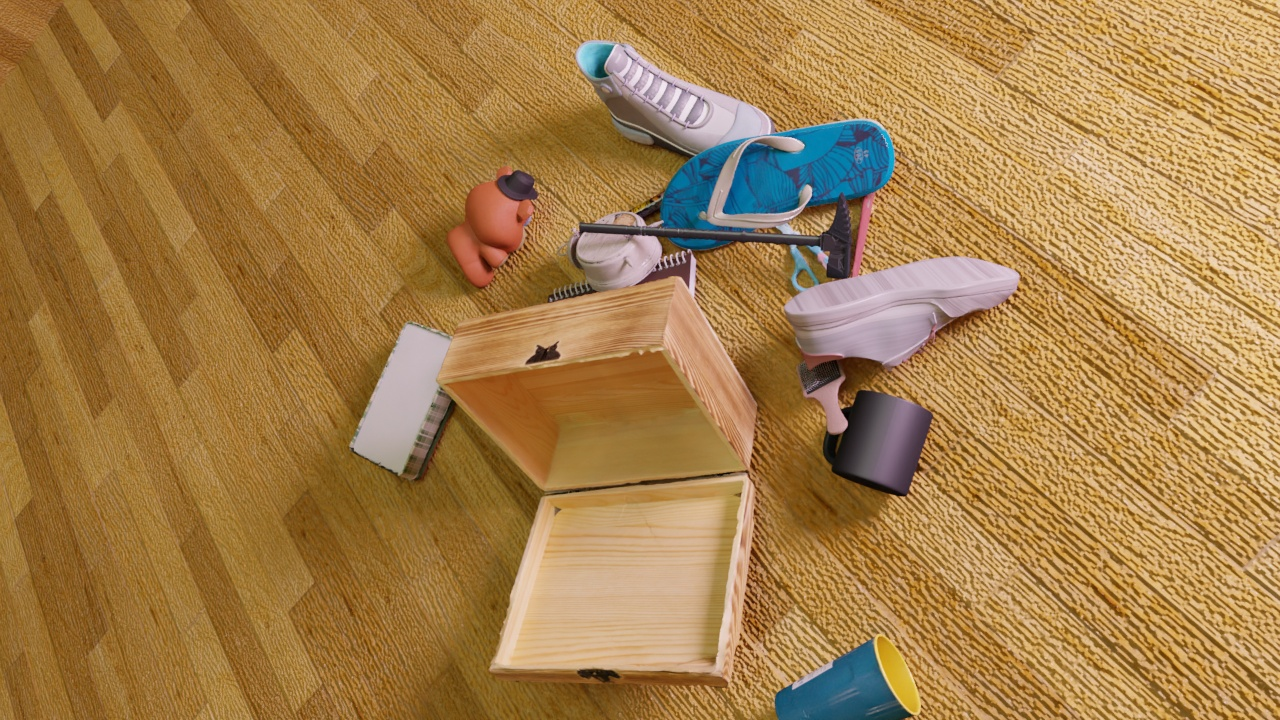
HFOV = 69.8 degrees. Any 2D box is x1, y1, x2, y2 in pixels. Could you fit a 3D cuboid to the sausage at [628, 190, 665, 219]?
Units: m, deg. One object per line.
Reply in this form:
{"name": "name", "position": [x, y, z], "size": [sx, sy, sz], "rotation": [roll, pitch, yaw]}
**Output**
{"name": "sausage", "position": [0.009, -0.197, 1.187], "size": [0.155, 0.020, 0.020], "rotation": [-27, 63, 20]}

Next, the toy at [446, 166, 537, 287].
{"name": "toy", "position": [-0.205, -0.189, 1.263], "size": [0.177, 0.096, 0.112], "rotation": [-54, 52, 38]}

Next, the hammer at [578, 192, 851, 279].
{"name": "hammer", "position": [0.078, -0.152, 1.058], "size": [0.325, 0.015, 0.095], "rotation": [6, 119, 20]}

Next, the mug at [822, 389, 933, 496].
{"name": "mug", "position": [0.234, 0.083, 0.942], "size": [0.114, 0.078, 0.088], "rotation": [9, 77, 59]}

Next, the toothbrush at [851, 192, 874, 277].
{"name": "toothbrush", "position": [0.250, -0.127, 1.031], "size": [0.016, 0.016, 0.189], "rotation": [6, 76, 26]}

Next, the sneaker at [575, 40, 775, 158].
{"name": "sneaker", "position": [0.036, -0.324, 1.132], "size": [0.257, 0.160, 0.093], "rotation": [28, 88, 35]}

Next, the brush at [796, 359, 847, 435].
{"name": "brush", "position": [0.195, 0.030, 0.970], "size": [0.050, 0.015, 0.135], "rotation": [-31, 30, 18]}

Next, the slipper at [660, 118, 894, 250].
{"name": "slipper", "position": [0.143, -0.208, 1.063], "size": [0.296, 0.060, 0.118], "rotation": [-11, 92, 29]}

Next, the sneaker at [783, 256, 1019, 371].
{"name": "sneaker", "position": [0.273, -0.040, 0.956], "size": [0.236, 0.089, 0.099], "rotation": [-10, 24, 8]}

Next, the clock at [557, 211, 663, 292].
{"name": "clock", "position": [-0.049, -0.143, 1.161], "size": [0.157, 0.061, 0.103], "rotation": [7, 54, 38]}

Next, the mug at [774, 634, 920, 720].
{"name": "mug", "position": [0.194, 0.323, 0.881], "size": [0.122, 0.078, 0.078], "rotation": [-33, 61, 22]}

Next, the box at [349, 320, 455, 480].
{"name": "box", "position": [-0.313, 0.055, 1.270], "size": [0.118, 0.051, 0.205], "rotation": [18, 84, 30]}

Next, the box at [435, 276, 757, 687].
{"name": "box", "position": [-0.048, 0.145, 0.960], "size": [0.280, 0.286, 0.335], "rotation": [-11, 49, 26]}

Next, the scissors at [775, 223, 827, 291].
{"name": "scissors", "position": [0.179, -0.131, 1.079], "size": [0.076, 0.015, 0.141], "rotation": [-49, 51, 9]}

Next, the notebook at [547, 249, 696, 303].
{"name": "notebook", "position": [-0.032, -0.044, 1.132], "size": [0.210, 0.022, 0.171], "rotation": [-14, 51, 25]}
